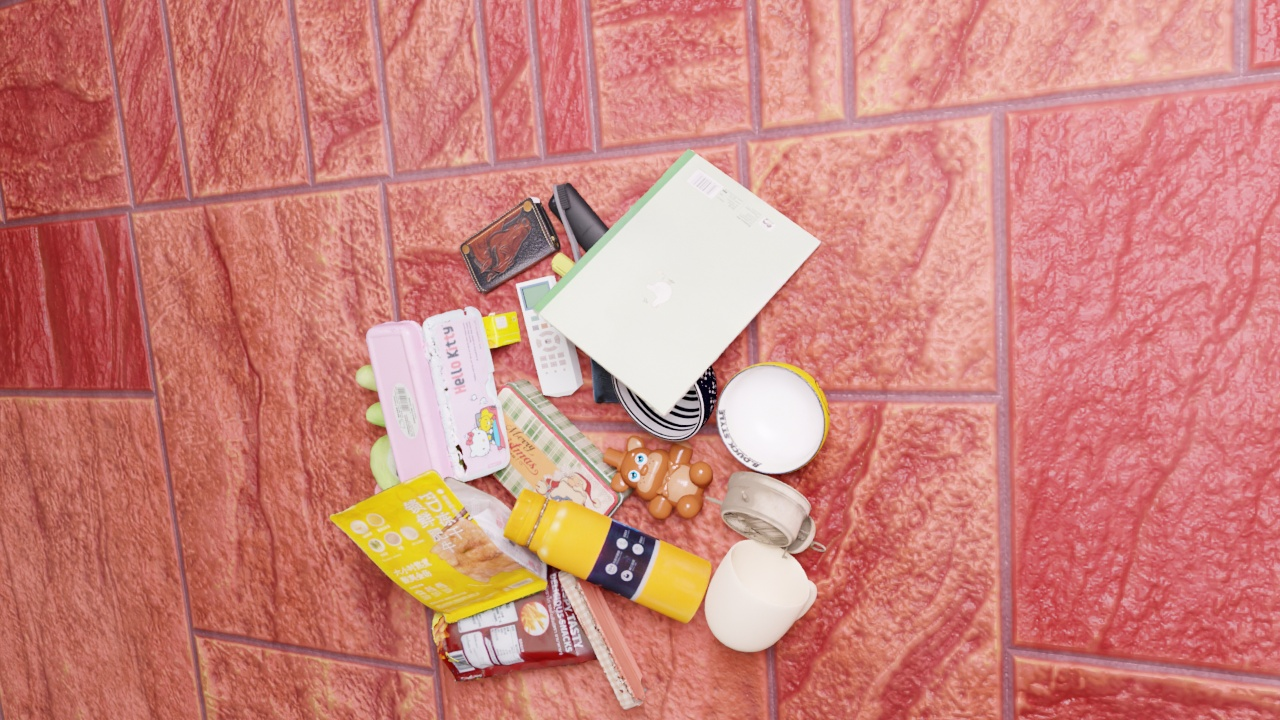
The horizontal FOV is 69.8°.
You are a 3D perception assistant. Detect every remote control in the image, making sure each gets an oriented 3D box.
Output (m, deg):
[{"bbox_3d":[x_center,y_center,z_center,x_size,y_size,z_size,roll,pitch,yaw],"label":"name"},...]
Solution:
[{"bbox_3d":[-0.106,-0.028,1.102,0.050,0.024,0.143,-10,96,27],"label":"remote control"},{"bbox_3d":[-0.053,-0.140,1.060,0.041,0.020,0.152,-45,77,26],"label":"remote control"}]

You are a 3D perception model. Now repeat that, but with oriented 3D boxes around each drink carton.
[{"bbox_3d":[-0.220,-0.031,1.137,0.135,0.058,0.043,-8,95,25],"label":"drink carton"}]

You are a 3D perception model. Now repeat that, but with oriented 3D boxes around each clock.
[{"bbox_3d":[0.144,0.174,0.987,0.141,0.054,0.093,35,154,-17],"label":"clock"}]

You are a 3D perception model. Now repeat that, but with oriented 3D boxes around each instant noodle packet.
[{"bbox_3d":[-0.238,0.214,1.103,0.163,0.084,0.221,-23,131,22],"label":"instant noodle packet"}]

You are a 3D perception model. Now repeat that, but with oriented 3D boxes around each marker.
[{"bbox_3d":[-0.053,-0.083,1.070,0.124,0.017,0.021,37,68,14],"label":"marker"}]

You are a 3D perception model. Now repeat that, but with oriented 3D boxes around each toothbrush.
[{"bbox_3d":[-0.074,-0.122,1.055,0.013,0.012,0.167,-12,93,20],"label":"toothbrush"}]

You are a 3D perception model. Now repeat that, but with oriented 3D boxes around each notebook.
[{"bbox_3d":[0.038,-0.088,0.951,0.182,0.010,0.252,39,76,14],"label":"notebook"}]

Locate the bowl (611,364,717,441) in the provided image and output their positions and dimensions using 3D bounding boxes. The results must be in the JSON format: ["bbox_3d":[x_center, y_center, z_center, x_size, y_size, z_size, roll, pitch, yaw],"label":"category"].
[{"bbox_3d":[0.036,0.019,0.991,0.120,0.066,0.120,23,132,29],"label":"bowl"}]

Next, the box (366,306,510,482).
[{"bbox_3d":[-0.236,0.048,1.066,0.146,0.077,0.201,-10,101,1],"label":"box"}]

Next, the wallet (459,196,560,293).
[{"bbox_3d":[-0.158,-0.138,1.110,0.123,0.019,0.072,-28,82,27],"label":"wallet"}]

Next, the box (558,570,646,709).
[{"bbox_3d":[-0.044,0.326,1.111,0.042,0.082,0.187,-27,85,16],"label":"box"}]

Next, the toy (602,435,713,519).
[{"bbox_3d":[0.017,0.129,1.045,0.128,0.065,0.095,20,84,13],"label":"toy"}]

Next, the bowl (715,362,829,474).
[{"bbox_3d":[0.146,0.056,0.974,0.117,0.067,0.117,4,101,24],"label":"bowl"}]

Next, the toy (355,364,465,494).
[{"bbox_3d":[-0.284,0.098,1.170,0.150,0.107,0.197,4,109,25],"label":"toy"}]

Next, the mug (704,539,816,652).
[{"bbox_3d":[0.132,0.267,1.010,0.120,0.096,0.100,12,123,-19],"label":"mug"}]

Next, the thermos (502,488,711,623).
[{"bbox_3d":[-0.043,0.225,1.046,0.232,0.076,0.091,24,107,-2],"label":"thermos"}]

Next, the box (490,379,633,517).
[{"bbox_3d":[-0.115,0.129,1.122,0.205,0.051,0.118,45,113,13],"label":"box"}]

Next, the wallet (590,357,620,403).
[{"bbox_3d":[-0.006,0.006,1.061,0.115,0.026,0.089,-2,100,26],"label":"wallet"}]

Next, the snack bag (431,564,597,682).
[{"bbox_3d":[-0.167,0.336,1.175,0.208,0.066,0.139,-20,80,24],"label":"snack bag"}]
